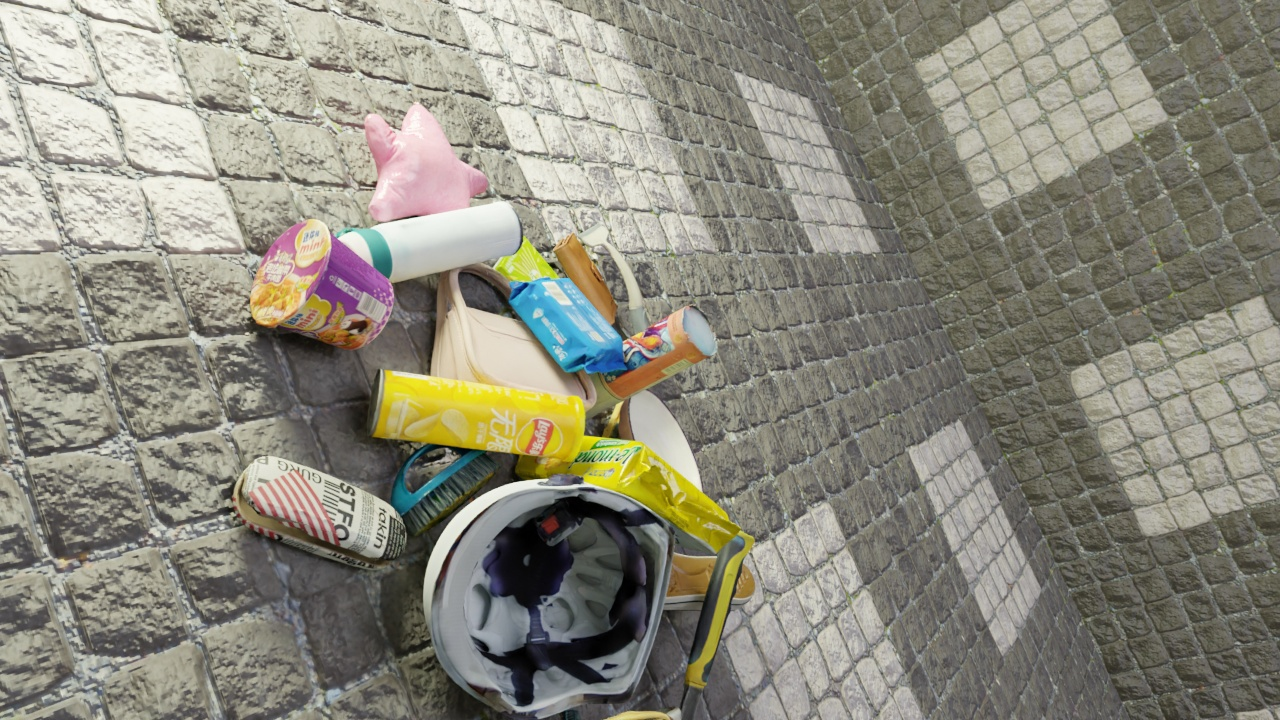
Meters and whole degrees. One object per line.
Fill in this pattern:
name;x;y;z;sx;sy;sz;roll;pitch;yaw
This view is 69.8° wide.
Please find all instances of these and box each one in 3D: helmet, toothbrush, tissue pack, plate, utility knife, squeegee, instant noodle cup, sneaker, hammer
helmet;-0.103;0.215;0.900;0.258;0.146;0.229;10;90;-31
toothbrush;-0.089;0.310;0.992;0.016;0.018;0.191;12;57;-51
tissue pack;-0.086;-0.040;1.097;0.157;0.052;0.094;49;24;14
plate;0.022;0.131;1.245;0.192;0.039;0.192;50;24;-33
utility knife;-0.030;0.077;1.261;0.031;0.018;0.151;54;28;-23
squeegee;-0.015;-0.083;1.337;0.246;0.039;0.246;-72;142;-77
instant noodle cup;-0.305;-0.066;0.895;0.099;0.112;0.111;35;40;-50
sneaker;0.022;0.277;1.116;0.240;0.088;0.118;13;41;-25
hammer;0.066;0.349;1.047;0.126;0.032;0.322;27;72;-30

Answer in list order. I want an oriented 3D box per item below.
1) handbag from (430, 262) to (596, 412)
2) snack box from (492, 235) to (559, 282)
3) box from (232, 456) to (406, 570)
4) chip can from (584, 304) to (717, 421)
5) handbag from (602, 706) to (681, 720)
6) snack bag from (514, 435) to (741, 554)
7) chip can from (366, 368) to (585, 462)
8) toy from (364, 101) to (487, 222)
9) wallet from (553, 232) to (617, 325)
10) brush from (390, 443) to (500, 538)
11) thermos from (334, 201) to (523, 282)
handbag;-0.167;-0.026;1.092;0.193;0.094;0.234;15;46;-49
snack box;-0.129;-0.085;1.227;0.156;0.026;0.085;50;34;-19
box;-0.277;0.134;0.815;0.164;0.065;0.074;32;58;-40
chip can;-0.007;0.007;1.151;0.071;0.215;0.071;34;41;-37
handbag;-0.041;0.370;0.878;0.178;0.164;0.063;-6;71;-58
snack bag;-0.021;0.142;1.028;0.158;0.247;0.068;39;68;-33
chip can;-0.167;0.057;0.942;0.213;0.072;0.072;10;55;-23
toy;-0.254;-0.227;1.105;0.194;0.075;0.178;13;68;-55
wallet;-0.076;-0.115;1.303;0.130;0.035;0.119;58;15;-14
brush;-0.204;0.119;0.938;0.073;0.055;0.143;51;33;1
thermos;-0.239;-0.132;1.034;0.223;0.073;0.073;-22;84;-45
